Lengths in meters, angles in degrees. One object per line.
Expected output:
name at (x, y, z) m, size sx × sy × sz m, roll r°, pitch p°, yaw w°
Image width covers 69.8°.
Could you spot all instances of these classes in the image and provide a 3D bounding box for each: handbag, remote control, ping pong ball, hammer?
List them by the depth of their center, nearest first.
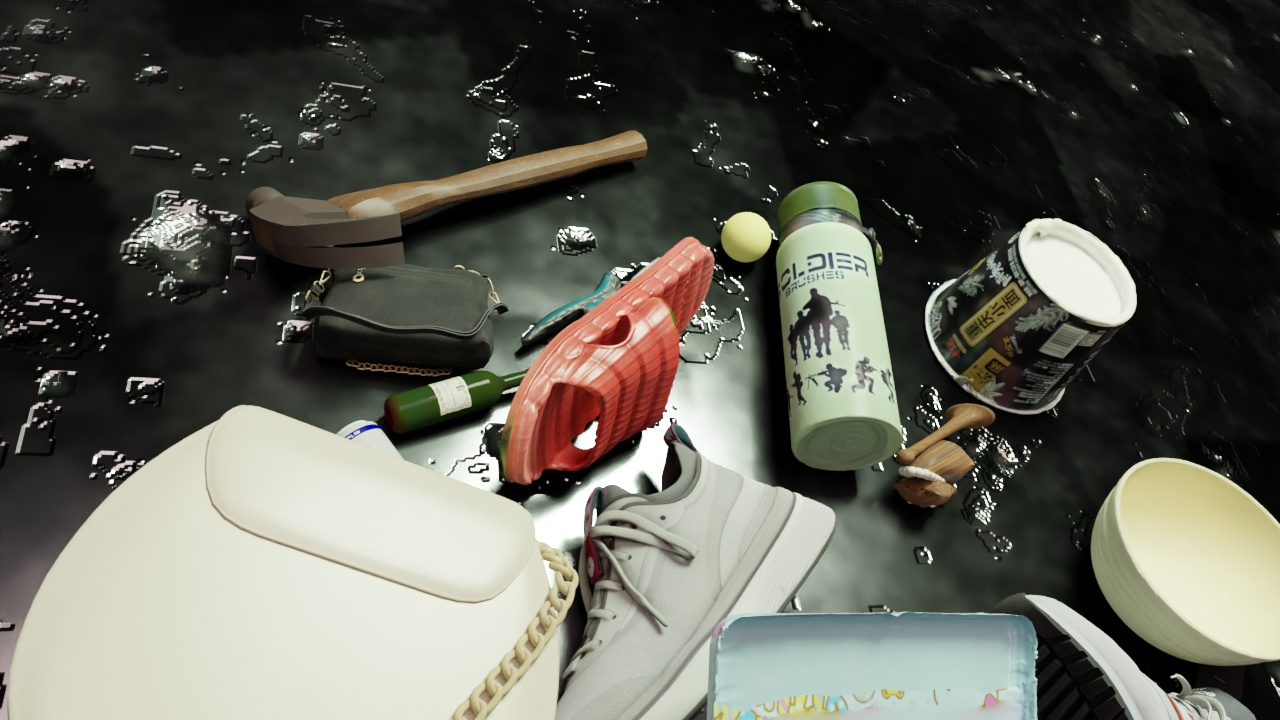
handbag at (-0.140, 0.127, 0.394) m, size 0.210 × 0.104 × 0.208 m, roll 23°, pitch 45°, yaw -15°
handbag at (-0.149, -0.035, 0.593) m, size 0.128 × 0.054 × 0.079 m, roll 5°, pitch 51°, yaw -16°
hammer at (-0.118, -0.128, 0.668) m, size 0.322 × 0.033 × 0.115 m, roll -24°, pitch 38°, yaw -39°
remote control at (0.425, 0.210, 0.675) m, size 0.034 × 0.013 × 0.149 m, roll 34°, pitch 51°, yaw 8°
ping pong ball at (0.085, -0.099, 0.738) m, size 0.040 × 0.040 × 0.040 m, roll 11°, pitch 54°, yaw -15°

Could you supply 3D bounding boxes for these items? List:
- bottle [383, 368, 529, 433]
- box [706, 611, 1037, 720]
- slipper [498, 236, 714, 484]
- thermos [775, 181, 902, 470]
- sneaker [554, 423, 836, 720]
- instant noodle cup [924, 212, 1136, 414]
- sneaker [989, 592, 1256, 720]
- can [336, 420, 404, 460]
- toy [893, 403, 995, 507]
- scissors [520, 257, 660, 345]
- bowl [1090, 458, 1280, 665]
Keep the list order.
bottle at (-0.110, 0.021, 0.586) m, size 0.105 × 0.025 × 0.025 m, roll -17°, pitch 65°, yaw -30°
box at (0.122, 0.194, 0.433) m, size 0.214 × 0.035 × 0.150 m, roll 9°, pitch 73°, yaw -30°
slipper at (-0.004, 0.004, 0.593) m, size 0.059 × 0.104 × 0.247 m, roll 28°, pitch 42°, yaw 16°
thermos at (0.147, -0.036, 0.694) m, size 0.082 × 0.083 × 0.230 m, roll 12°, pitch 53°, yaw -14°
sneaker at (-0.002, 0.137, 0.512) m, size 0.129 × 0.097 × 0.262 m, roll 37°, pitch 50°, yaw 14°
instant noodle cup at (0.322, -0.041, 0.747) m, size 0.137 × 0.113 × 0.137 m, roll 11°, pitch 55°, yaw -15°
sneaker at (0.324, 0.237, 0.579) m, size 0.124 × 0.089 × 0.239 m, roll -21°, pitch 75°, yaw -37°
can at (-0.142, 0.078, 0.529) m, size 0.032 × 0.032 × 0.095 m, roll -30°, pitch 72°, yaw -35°
toy at (0.220, 0.072, 0.670) m, size 0.101 × 0.042 × 0.055 m, roll -20°, pitch 102°, yaw -40°
scissors at (-0.027, -0.034, 0.662) m, size 0.147 × 0.019 × 0.123 m, roll 0°, pitch 57°, yaw -24°
bowl at (0.387, 0.153, 0.658) m, size 0.150 × 0.075 × 0.150 m, roll 9°, pitch 51°, yaw -11°
